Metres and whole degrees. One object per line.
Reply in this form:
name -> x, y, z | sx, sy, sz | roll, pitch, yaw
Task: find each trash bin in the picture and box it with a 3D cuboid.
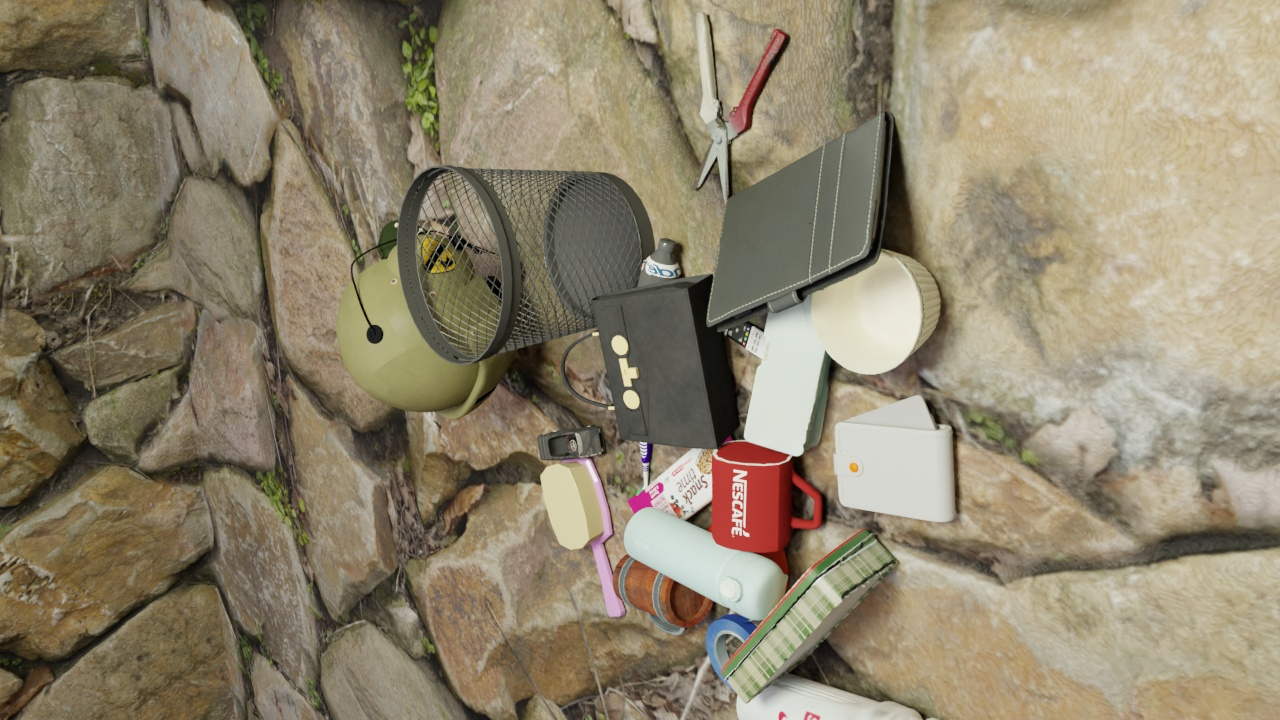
trash bin -> -0.129, -0.122, 1.078 | 0.218, 0.226, 0.218 | 16, 112, 45

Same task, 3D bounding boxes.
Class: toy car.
toy car -> -0.094, 0.112, 1.227 | 0.092, 0.037, 0.040 | -9, 93, 16

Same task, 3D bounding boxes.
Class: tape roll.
tape roll -> 0.117, 0.349, 1.089 | 0.092, 0.016, 0.093 | -20, 85, 49

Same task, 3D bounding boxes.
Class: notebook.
notebook -> 0.145, -0.123, 0.864 | 0.210, 0.029, 0.169 | -25, 47, 52

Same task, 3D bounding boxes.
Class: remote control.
remote control -> 0.109, -0.033, 0.999 | 0.124, 0.011, 0.028 | 36, 125, 37

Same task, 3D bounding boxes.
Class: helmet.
helmet -> -0.272, -0.041, 1.224 | 0.251, 0.255, 0.232 | -51, 58, 46

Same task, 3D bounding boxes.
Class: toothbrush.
toothbrush -> 0.007, 0.104, 1.148 | 0.015, 0.016, 0.187 | 16, 112, 39

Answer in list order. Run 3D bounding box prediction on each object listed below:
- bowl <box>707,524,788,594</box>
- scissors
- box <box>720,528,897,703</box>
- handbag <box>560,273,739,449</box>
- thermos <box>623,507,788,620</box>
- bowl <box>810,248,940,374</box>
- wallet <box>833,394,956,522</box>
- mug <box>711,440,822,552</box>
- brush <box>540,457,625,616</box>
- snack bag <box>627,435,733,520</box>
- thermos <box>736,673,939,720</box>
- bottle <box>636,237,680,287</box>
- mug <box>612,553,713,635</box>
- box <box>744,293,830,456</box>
bowl -> 0.111, 0.233, 1.050 | 0.122, 0.035, 0.122 | 16, 112, 45
scissors -> 0.088, -0.275, 0.956 | 0.199, 0.015, 0.179 | -41, 71, 46
box -> 0.168, 0.262, 0.936 | 0.050, 0.117, 0.206 | 48, 133, 26
handbag -> -0.006, 0.006, 1.029 | 0.196, 0.072, 0.176 | -4, 105, 28
thermos -> 0.069, 0.221, 1.009 | 0.207, 0.077, 0.065 | 16, 96, 49
bowl -> 0.219, -0.049, 0.832 | 0.115, 0.062, 0.115 | 16, 111, 45
wallet -> 0.238, 0.086, 0.868 | 0.119, 0.037, 0.115 | 3, 103, 44
mug -> 0.135, 0.144, 0.974 | 0.116, 0.080, 0.096 | 3, 105, 18
brush -> -0.074, 0.244, 1.254 | 0.089, 0.043, 0.228 | -21, 84, 49
snack bag -> 0.054, 0.152, 1.096 | 0.197, 0.016, 0.070 | -45, 69, 38
thermos -> 0.201, 0.386, 0.952 | 0.221, 0.099, 0.099 | 0, 100, 53
bottle -> 0.019, -0.087, 1.059 | 0.047, 0.046, 0.113 | 36, 125, 37
mug -> 0.032, 0.293, 1.133 | 0.111, 0.081, 0.117 | 0, 118, 52
box -> 0.157, -0.004, 0.920 | 0.083, 0.067, 0.199 | 25, 114, 46
